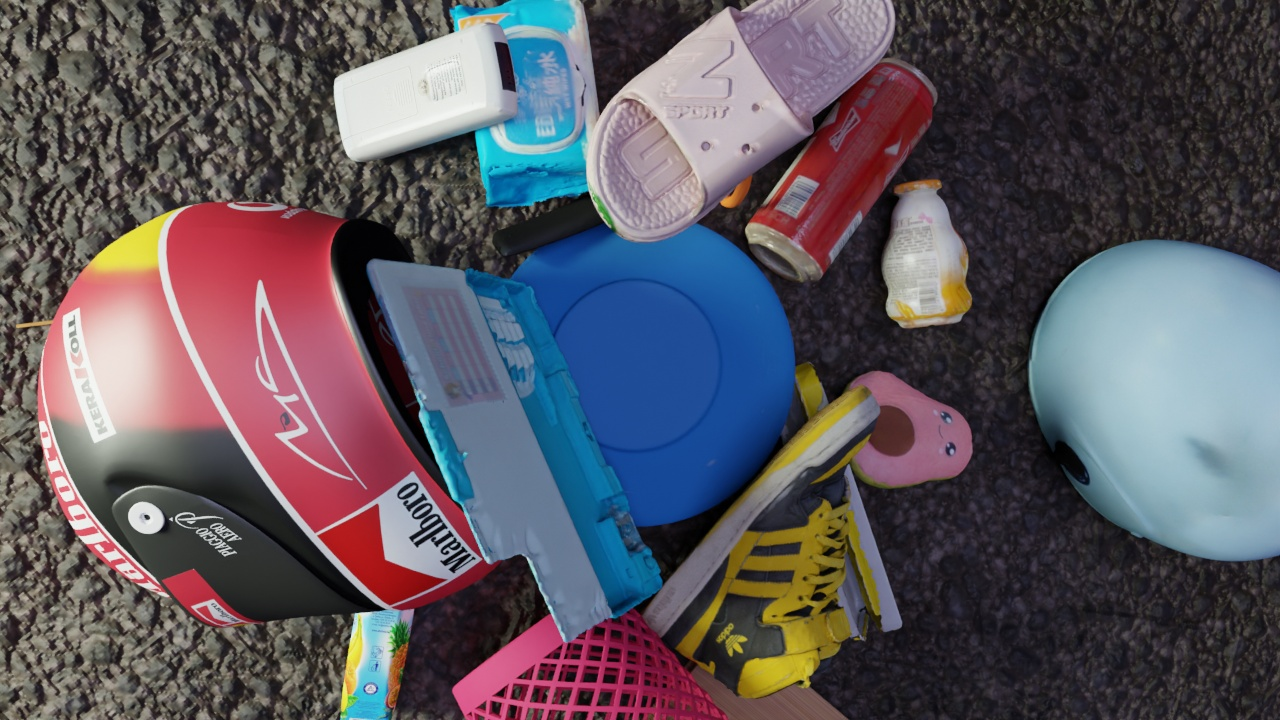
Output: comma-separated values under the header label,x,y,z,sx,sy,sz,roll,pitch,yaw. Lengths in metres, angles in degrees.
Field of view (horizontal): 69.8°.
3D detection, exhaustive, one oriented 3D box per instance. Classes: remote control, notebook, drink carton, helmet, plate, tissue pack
label,x,y,z,sx,sy,sz,roll,pitch,yaw
remote control,-0.144,-0.175,0.607,0.139,0.025,0.060,-9,91,25
notebook,0.090,0.329,0.705,0.210,0.022,0.169,42,84,-9
drink carton,-0.180,0.187,0.638,0.038,0.044,0.129,10,92,-11
helmet,0.433,0.028,0.692,0.225,0.167,0.265,-39,89,2
helmet,-0.218,0.043,0.544,0.225,0.197,0.271,-25,106,6
plate,-0.004,0.004,0.643,0.224,0.024,0.224,0,85,4
tissue pack,-0.074,-0.181,0.635,0.093,0.062,0.144,-11,93,-9
remote control,-0.034,-0.111,0.655,0.151,0.041,0.020,-25,121,-9

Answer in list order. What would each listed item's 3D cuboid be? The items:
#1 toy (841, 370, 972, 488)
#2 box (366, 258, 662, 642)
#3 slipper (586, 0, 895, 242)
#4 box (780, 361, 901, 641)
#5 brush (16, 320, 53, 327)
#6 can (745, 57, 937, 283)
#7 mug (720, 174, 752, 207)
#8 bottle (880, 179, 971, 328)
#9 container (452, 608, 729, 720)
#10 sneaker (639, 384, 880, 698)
label,x,y,z,sx,sy,sz,roll,pitch,yaw
toy,0.203,0.055,0.700,0.110,0.051,0.090,9,66,-23
box,-0.070,0.050,0.540,0.039,0.181,0.226,-28,80,18
slipper,0.066,-0.169,0.563,0.239,0.064,0.094,-39,98,-9
box,0.141,0.105,0.687,0.045,0.065,0.210,-19,95,8
brush,-0.344,-0.031,0.612,0.126,0.017,0.048,-8,93,-10
can,0.148,-0.139,0.677,0.067,0.067,0.170,37,85,-10
mug,0.063,-0.164,0.645,0.077,0.096,0.112,-4,93,-11
bottle,0.214,-0.080,0.694,0.063,0.063,0.109,-7,93,-11
container,-0.008,0.272,0.597,0.183,0.183,0.225,-35,79,-8
sneaker,0.109,0.136,0.622,0.122,0.085,0.239,41,115,8
